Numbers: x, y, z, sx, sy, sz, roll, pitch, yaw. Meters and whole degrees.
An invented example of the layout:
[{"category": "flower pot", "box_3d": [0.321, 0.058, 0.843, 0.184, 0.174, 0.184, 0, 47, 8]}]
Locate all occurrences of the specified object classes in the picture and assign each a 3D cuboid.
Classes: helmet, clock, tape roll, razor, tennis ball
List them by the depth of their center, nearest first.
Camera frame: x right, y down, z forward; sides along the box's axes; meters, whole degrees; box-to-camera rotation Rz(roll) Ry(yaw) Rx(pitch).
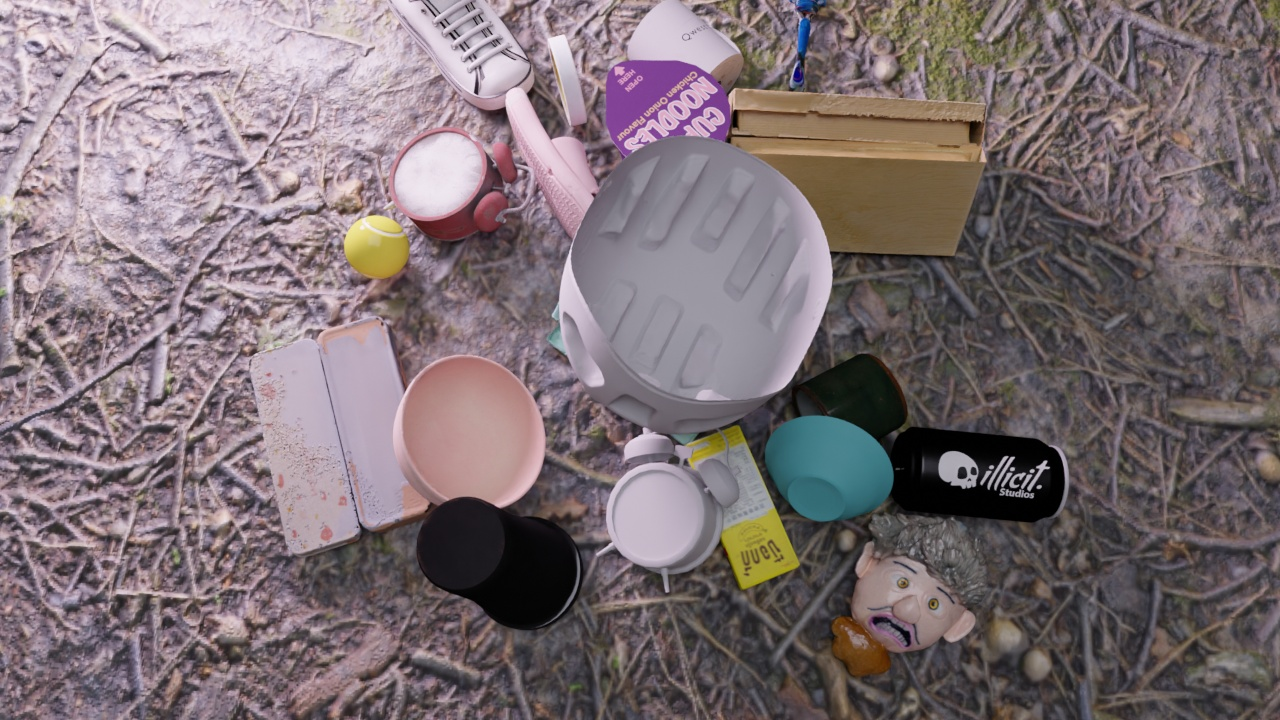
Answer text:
[{"category": "helmet", "box_3d": [0.045, -0.072, 0.813, 0.224, 0.184, 0.281, 25, 74, -13]}, {"category": "clock", "box_3d": [0.030, 0.129, 0.867, 0.120, 0.061, 0.159, 23, 85, 23]}, {"category": "tennis ball", "box_3d": [-0.273, -0.117, 0.952, 0.065, 0.065, 0.065, 0, 74, 0]}, {"category": "clock", "box_3d": [-0.184, -0.182, 0.968, 0.157, 0.062, 0.109, 7, 74, 17]}, {"category": "tape roll", "box_3d": [-0.079, -0.301, 0.988, 0.019, 0.094, 0.094, -16, 74, -4]}, {"category": "razor", "box_3d": [0.185, -0.363, 1.043, 0.044, 0.018, 0.140, 8, 74, 2]}]

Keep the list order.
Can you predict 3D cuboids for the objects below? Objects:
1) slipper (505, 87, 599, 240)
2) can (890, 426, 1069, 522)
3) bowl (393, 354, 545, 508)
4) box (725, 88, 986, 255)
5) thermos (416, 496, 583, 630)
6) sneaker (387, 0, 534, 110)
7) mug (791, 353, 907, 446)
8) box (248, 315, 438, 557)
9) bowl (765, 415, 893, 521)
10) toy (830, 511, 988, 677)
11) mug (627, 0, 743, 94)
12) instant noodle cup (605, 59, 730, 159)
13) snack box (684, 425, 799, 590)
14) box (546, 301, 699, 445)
[{"category": "slipper", "box_3d": [-0.080, -0.198, 0.956, 0.055, 0.107, 0.221, -29, 70, -8]}, {"category": "can", "box_3d": [0.318, 0.109, 0.871, 0.146, 0.080, 0.080, 5, 74, 0]}, {"category": "bowl", "box_3d": [-0.173, 0.078, 0.877, 0.153, 0.076, 0.152, 16, 61, -32]}, {"category": "box", "box_3d": [0.212, -0.207, 0.943, 0.248, 0.142, 0.184, 2, 81, 2]}, {"category": "thermos", "box_3d": [-0.120, 0.173, 0.792, 0.106, 0.219, 0.105, -3, 71, 8]}, {"category": "sneaker", "box_3d": [-0.210, -0.389, 1.013, 0.091, 0.097, 0.245, -35, 76, -9]}, {"category": "mug", "box_3d": [0.209, 0.056, 0.895, 0.081, 0.085, 0.111, -27, 108, -9]}, {"category": "box", "box_3d": [-0.299, 0.073, 0.915, 0.151, 0.043, 0.216, -18, 75, 0]}, {"category": "bowl", "box_3d": [0.168, 0.114, 0.849, 0.121, 0.121, 0.046, 27, 41, 8]}, {"category": "toy", "box_3d": [0.244, 0.217, 0.849, 0.133, 0.076, 0.176, 37, 85, 11]}, {"category": "mug", "box_3d": [0.060, -0.337, 1.012, 0.096, 0.083, 0.119, 45, 50, 12]}, {"category": "instant noodle cup", "box_3d": [0.022, -0.227, 0.951, 0.121, 0.122, 0.137, -44, 78, -11]}, {"category": "snack box", "box_3d": [0.096, 0.142, 0.894, 0.061, 0.026, 0.149, -21, 75, -5]}, {"category": "box", "box_3d": [-0.007, 0.008, 0.934, 0.189, 0.080, 0.077, 35, 36, 10]}]
